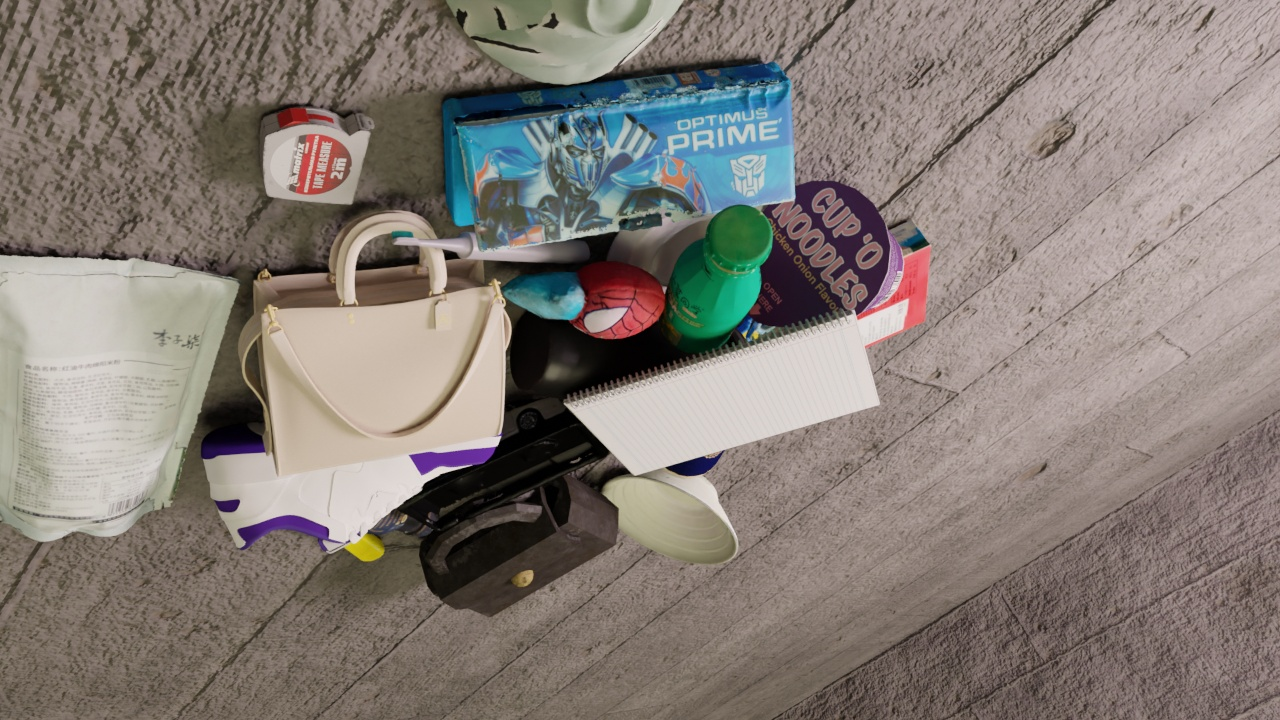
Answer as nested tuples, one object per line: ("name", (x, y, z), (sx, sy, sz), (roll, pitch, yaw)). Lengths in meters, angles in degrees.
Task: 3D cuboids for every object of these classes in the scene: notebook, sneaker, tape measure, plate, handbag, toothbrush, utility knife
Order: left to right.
("tape measure", (-0.202, -0.127, 0.565), (0.062, 0.020, 0.060), (-2, 142, -32))
("utility knife", (-0.307, 0.165, 0.926), (0.029, 0.020, 0.188), (-25, 150, -3))
("sneaker", (-0.235, 0.105, 0.778), (0.243, 0.092, 0.111), (-4, 102, -24))
("handbag", (-0.191, -0.022, 0.675), (0.194, 0.101, 0.198), (-9, 133, -24))
("toothbrush", (-0.102, -0.082, 0.660), (0.018, 0.019, 0.187), (-22, 170, 35))
("handbag", (-0.145, 0.200, 1.011), (0.197, 0.102, 0.199), (-32, 148, 11))
("plate", (0.045, -0.096, 0.789), (0.157, 0.014, 0.157), (-19, 149, -12))
("notebook", (0.078, 0.036, 0.803), (0.246, 0.013, 0.178), (-18, 148, 12))

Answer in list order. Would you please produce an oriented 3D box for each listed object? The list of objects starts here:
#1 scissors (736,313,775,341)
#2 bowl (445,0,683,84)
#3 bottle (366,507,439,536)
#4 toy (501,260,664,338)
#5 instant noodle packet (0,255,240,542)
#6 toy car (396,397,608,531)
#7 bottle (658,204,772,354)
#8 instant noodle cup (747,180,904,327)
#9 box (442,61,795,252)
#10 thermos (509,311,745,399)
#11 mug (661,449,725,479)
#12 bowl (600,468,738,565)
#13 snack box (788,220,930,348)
("scissors", (0.100, -0.016, 0.950), (0.070, 0.022, 0.131), (-7, 147, -30))
("bowl", (-0.022, -0.216, 0.514), (0.174, 0.068, 0.174), (-18, 146, -13))
("bottle", (-0.261, 0.138, 0.882), (0.056, 0.056, 0.160), (-35, 147, 15))
("toy", (-0.041, -0.048, 0.723), (0.132, 0.062, 0.092), (0, 173, -26))
("instant noodle packet", (-0.389, 0.030, 0.654), (0.146, 0.057, 0.270), (0, 136, -38))
("toy car", (-0.137, 0.089, 0.882), (0.192, 0.071, 0.094), (-26, 150, 3))
("bottle", (0.058, -0.060, 0.706), (0.068, 0.068, 0.210), (-20, 170, -9))
("instant noodle cup", (0.168, -0.081, 0.803), (0.137, 0.122, 0.121), (-43, 160, 24))
("box", (-0.006, -0.135, 0.628), (0.243, 0.085, 0.092), (-13, 145, -19))
("thermos", (-0.005, 0.005, 0.830), (0.218, 0.105, 0.106), (9, 135, -35))
("mug", (0.061, 0.074, 0.998), (0.111, 0.085, 0.089), (-36, 161, -35))
("bowl", (0.042, 0.173, 1.103), (0.177, 0.057, 0.177), (19, 145, 14))
("snack box", (0.221, -0.060, 0.941), (0.145, 0.040, 0.143), (-24, 149, 0))
